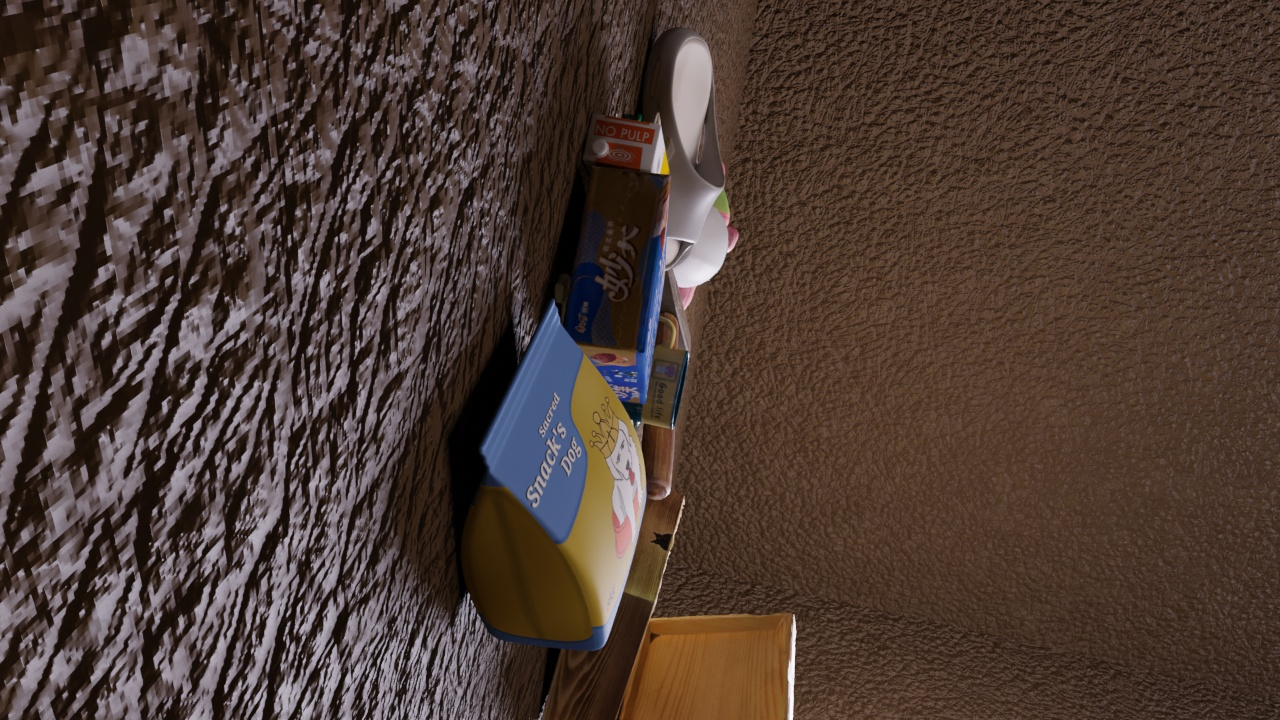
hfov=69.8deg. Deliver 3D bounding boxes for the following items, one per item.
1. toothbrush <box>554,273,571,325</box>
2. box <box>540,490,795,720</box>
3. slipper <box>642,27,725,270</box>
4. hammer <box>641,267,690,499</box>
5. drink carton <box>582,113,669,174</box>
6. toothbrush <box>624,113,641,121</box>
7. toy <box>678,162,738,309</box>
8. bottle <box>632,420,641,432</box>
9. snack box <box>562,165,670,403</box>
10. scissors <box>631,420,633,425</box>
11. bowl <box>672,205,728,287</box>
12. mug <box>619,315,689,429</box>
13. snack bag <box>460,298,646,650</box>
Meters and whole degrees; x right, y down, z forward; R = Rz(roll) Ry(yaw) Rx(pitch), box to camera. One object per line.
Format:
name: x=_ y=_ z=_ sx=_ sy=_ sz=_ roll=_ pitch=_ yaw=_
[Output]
toothbrush: x=-0.071 y=0.003 z=0.808 sx=0.017 sy=0.012 sz=0.187 roll=-52 pitch=156 yaw=-45
box: x=0.062 y=0.383 z=1.234 sx=0.278 sy=0.323 sz=0.284 roll=-67 pitch=175 yaw=-68
slipper: x=0.050 y=-0.222 z=1.003 sx=0.112 sy=0.081 sz=0.266 roll=-9 pitch=113 yaw=-51
hammer: x=0.024 y=0.027 z=1.067 sx=0.158 sy=0.037 sz=0.300 roll=72 pitch=17 yaw=-46
drink carton: x=-0.011 y=-0.173 z=0.806 sx=0.122 sy=0.058 sz=0.040 roll=51 pitch=50 yaw=-82
toothbrush: x=-0.018 y=-0.167 z=0.958 sx=0.016 sy=0.017 sz=0.190 roll=-70 pitch=171 yaw=-54
toy: x=0.059 y=-0.153 z=1.239 sx=0.192 sy=0.096 sz=0.236 roll=1 pitch=-103 yaw=60
bottle: x=-0.014 y=0.063 z=1.224 sx=0.055 sy=0.055 sz=0.174 roll=-69 pitch=170 yaw=-55
snack box: x=-0.018 y=-0.058 z=0.823 sx=0.203 sy=0.069 sz=0.155 roll=88 pitch=11 yaw=-76
scissors: x=-0.017 y=0.042 z=1.105 sx=0.225 sy=0.016 sz=0.216 roll=-4 pitch=107 yaw=-69
bowl: x=0.046 y=-0.152 z=1.156 sx=0.065 sy=0.116 sz=0.116 roll=4 pitch=98 yaw=-61
mug: x=-0.006 y=0.006 z=0.957 sx=0.083 sy=0.107 sz=0.113 roll=-10 pitch=112 yaw=-81
snack bag: x=-0.065 y=0.083 z=0.658 sx=0.158 sy=0.102 sz=0.205 roll=-71 pitch=159 yaw=-48
